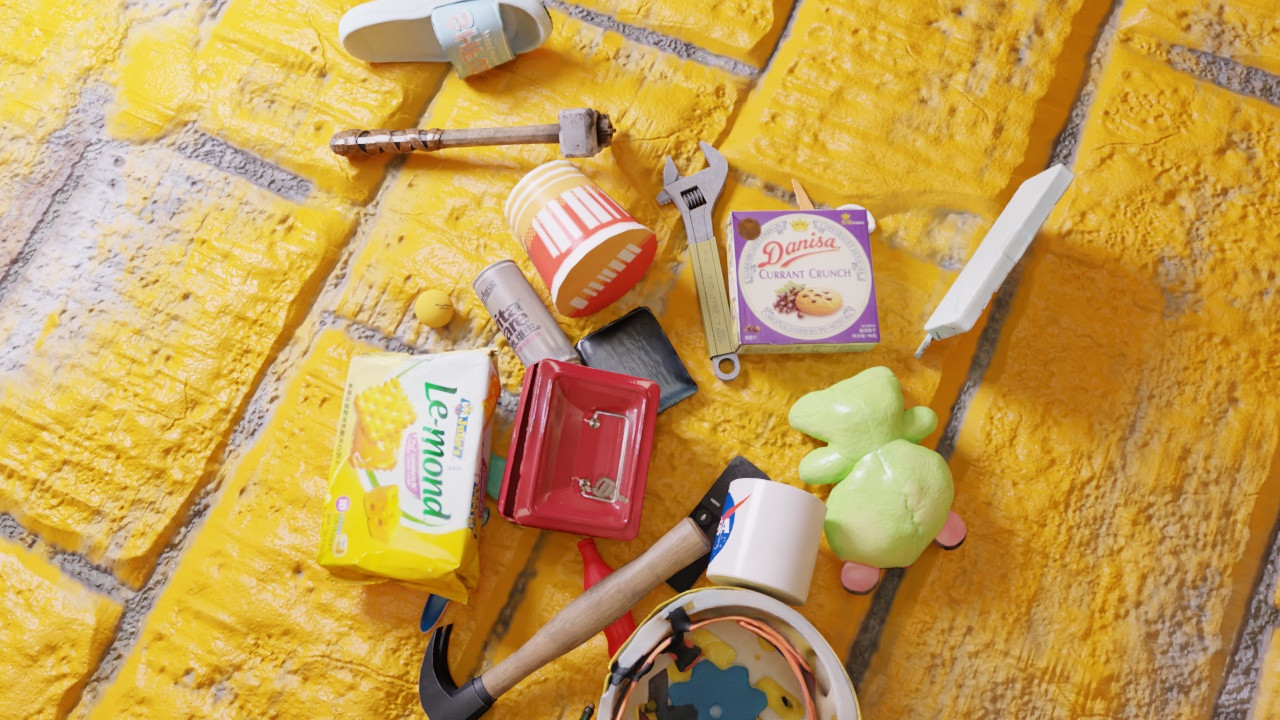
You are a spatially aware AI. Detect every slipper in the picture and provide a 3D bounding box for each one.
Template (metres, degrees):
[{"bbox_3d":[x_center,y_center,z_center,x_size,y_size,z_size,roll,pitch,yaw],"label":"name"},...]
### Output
[{"bbox_3d":[-0.216,-0.356,1.022,0.245,0.104,0.074,-3,76,8],"label":"slipper"}]

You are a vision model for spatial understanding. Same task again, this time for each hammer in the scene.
[{"bbox_3d":[-0.184,-0.242,0.997,0.319,0.121,0.049,0,106,11],"label":"hammer"},{"bbox_3d":[-0.069,0.244,0.850,0.305,0.040,0.132,-37,76,4],"label":"hammer"}]

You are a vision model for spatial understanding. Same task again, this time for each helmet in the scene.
[{"bbox_3d":[0.071,0.312,0.805,0.209,0.139,0.240,36,91,11],"label":"helmet"}]

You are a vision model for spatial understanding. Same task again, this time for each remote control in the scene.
[{"bbox_3d":[0.070,0.162,0.910,0.045,0.008,0.146,37,79,11],"label":"remote control"}]

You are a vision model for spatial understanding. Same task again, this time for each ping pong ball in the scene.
[{"bbox_3d":[-0.217,-0.054,0.966,0.040,0.040,0.040,-1,74,2],"label":"ping pong ball"}]

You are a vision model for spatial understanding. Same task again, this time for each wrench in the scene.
[{"bbox_3d":[0.073,-0.108,0.980,0.083,0.018,0.273,-10,74,-1],"label":"wrench"}]

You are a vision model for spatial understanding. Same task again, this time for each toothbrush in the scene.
[{"bbox_3d":[-0.183,0.206,0.904,0.021,0.017,0.135,24,76,11],"label":"toothbrush"}]

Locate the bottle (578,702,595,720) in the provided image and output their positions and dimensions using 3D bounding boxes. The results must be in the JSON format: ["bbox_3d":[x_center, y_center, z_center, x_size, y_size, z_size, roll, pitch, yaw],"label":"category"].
[{"bbox_3d":[-0.069,0.367,0.850,0.025,0.025,0.106,26,77,9],"label":"bottle"}]

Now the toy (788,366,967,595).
[{"bbox_3d":[0.227,0.103,0.876,0.150,0.107,0.196,-21,66,-6],"label":"toy"}]

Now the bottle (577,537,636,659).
[{"bbox_3d":[-0.032,0.228,0.881,0.036,0.036,0.119,-22,74,-4],"label":"bottle"}]

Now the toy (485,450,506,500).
[{"bbox_3d":[-0.115,0.106,0.922,0.105,0.033,0.085,-15,66,1],"label":"toy"}]

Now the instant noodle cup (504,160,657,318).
[{"bbox_3d":[-0.068,-0.131,0.946,0.123,0.123,0.121,-35,68,-8],"label":"instant noodle cup"}]

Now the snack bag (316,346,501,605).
[{"bbox_3d":[-0.219,0.106,0.896,0.160,0.068,0.247,1,73,15],"label":"snack bag"}]

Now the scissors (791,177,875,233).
[{"bbox_3d":[0.195,-0.146,0.990,0.128,0.011,0.125,-20,76,-5],"label":"scissors"}]

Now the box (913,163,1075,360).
[{"bbox_3d":[0.340,-0.095,0.905,0.041,0.135,0.196,38,79,1],"label":"box"}]

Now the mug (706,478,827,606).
[{"bbox_3d":[0.116,0.171,0.847,0.091,0.121,0.090,14,69,11],"label":"mug"}]

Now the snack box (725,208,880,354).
[{"bbox_3d":[0.164,-0.081,0.943,0.143,0.041,0.148,-2,76,-4],"label":"snack box"}]

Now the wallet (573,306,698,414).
[{"bbox_3d":[-0.005,0.006,0.948,0.089,0.026,0.115,-30,76,-8],"label":"wallet"}]

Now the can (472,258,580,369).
[{"bbox_3d":[-0.117,-0.037,0.950,0.054,0.054,0.135,-33,76,-7],"label":"can"}]

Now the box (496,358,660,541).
[{"bbox_3d":[-0.059,0.085,0.867,0.129,0.093,0.157,13,78,-12],"label":"box"}]
